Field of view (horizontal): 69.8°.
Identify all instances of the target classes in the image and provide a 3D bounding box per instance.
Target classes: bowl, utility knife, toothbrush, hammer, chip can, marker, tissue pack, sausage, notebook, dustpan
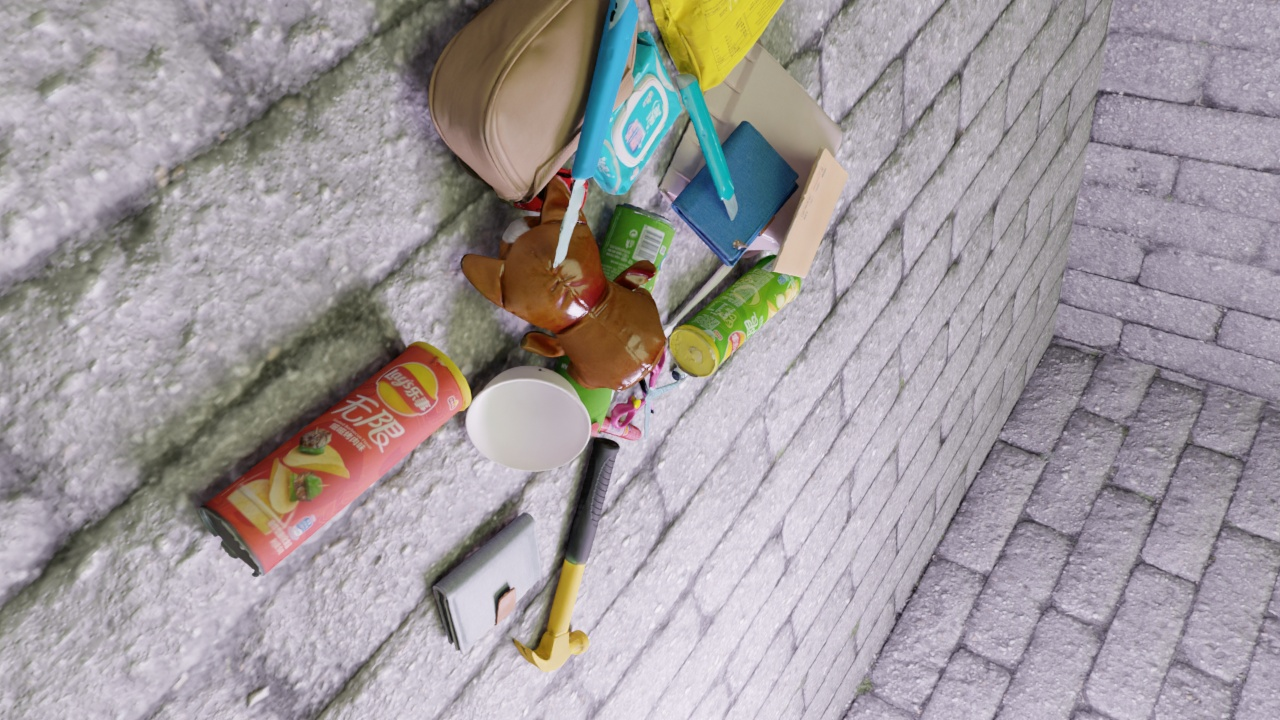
[{"bbox_3d":[-0.106,0.044,0.890,0.064,0.118,0.118,-90,174,-51],"label":"bowl"},{"bbox_3d":[-0.039,-0.179,0.731,0.034,0.018,0.218,-15,123,-67],"label":"utility knife"},{"bbox_3d":[-0.006,0.006,1.082,0.017,0.014,0.189,-41,141,-21],"label":"toothbrush"},{"bbox_3d":[0.073,-0.223,0.966,0.029,0.013,0.176,-43,127,-25],"label":"utility knife"},{"bbox_3d":[-0.077,0.237,1.099,0.128,0.033,0.301,-3,112,-57],"label":"hammer"},{"bbox_3d":[0.127,-0.063,1.186,0.220,0.073,0.073,-40,139,-37],"label":"chip can"},{"bbox_3d":[0.082,-0.017,1.199,0.130,0.018,0.022,-43,115,-35],"label":"marker"},{"bbox_3d":[-0.014,-0.238,0.882,0.133,0.050,0.093,-59,147,-14],"label":"tissue pack"},{"bbox_3d":[-0.038,0.076,1.071,0.155,0.020,0.020,23,89,-59],"label":"sausage"},{"bbox_3d":[0.068,-0.078,1.144,0.179,0.016,0.016,-45,144,-36],"label":"toothbrush"},{"bbox_3d":[0.209,-0.172,1.113,0.148,0.008,0.207,-69,163,11],"label":"notebook"},{"bbox_3d":[0.126,-0.243,1.135,0.273,0.139,0.222,30,85,-30],"label":"dustpan"},{"bbox_3d":[-0.234,0.071,0.722,0.216,0.073,0.073,-42,140,-34],"label":"chip can"},{"bbox_3d":[-0.034,-0.041,0.953,0.072,0.072,0.236,18,93,-59],"label":"chip can"}]

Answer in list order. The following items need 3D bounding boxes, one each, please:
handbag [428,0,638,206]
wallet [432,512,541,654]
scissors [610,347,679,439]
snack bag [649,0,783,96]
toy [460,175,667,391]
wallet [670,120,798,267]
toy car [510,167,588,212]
[{"bbox_3d":[-0.083,-0.232,0.743,0.204,0.100,0.148,-52,153,-25],"label":"handbag"},{"bbox_3d":[-0.155,0.239,0.977,0.129,0.037,0.107,-39,137,-38],"label":"wallet"},{"bbox_3d":[0.009,0.039,1.096,0.133,0.017,0.134,-22,125,-49],"label":"scissors"},{"bbox_3d":[0.099,-0.407,0.935,0.246,0.068,0.158,-58,147,-14],"label":"snack bag"},{"bbox_3d":[-0.062,-0.063,0.839,0.140,0.130,0.199,-49,129,-2],"label":"toy"},{"bbox_3d":[0.110,-0.186,1.034,0.106,0.040,0.133,43,80,-20],"label":"wallet"},{"bbox_3d":[-0.082,-0.158,0.850,0.106,0.031,0.049,3,107,-59],"label":"toy car"}]
